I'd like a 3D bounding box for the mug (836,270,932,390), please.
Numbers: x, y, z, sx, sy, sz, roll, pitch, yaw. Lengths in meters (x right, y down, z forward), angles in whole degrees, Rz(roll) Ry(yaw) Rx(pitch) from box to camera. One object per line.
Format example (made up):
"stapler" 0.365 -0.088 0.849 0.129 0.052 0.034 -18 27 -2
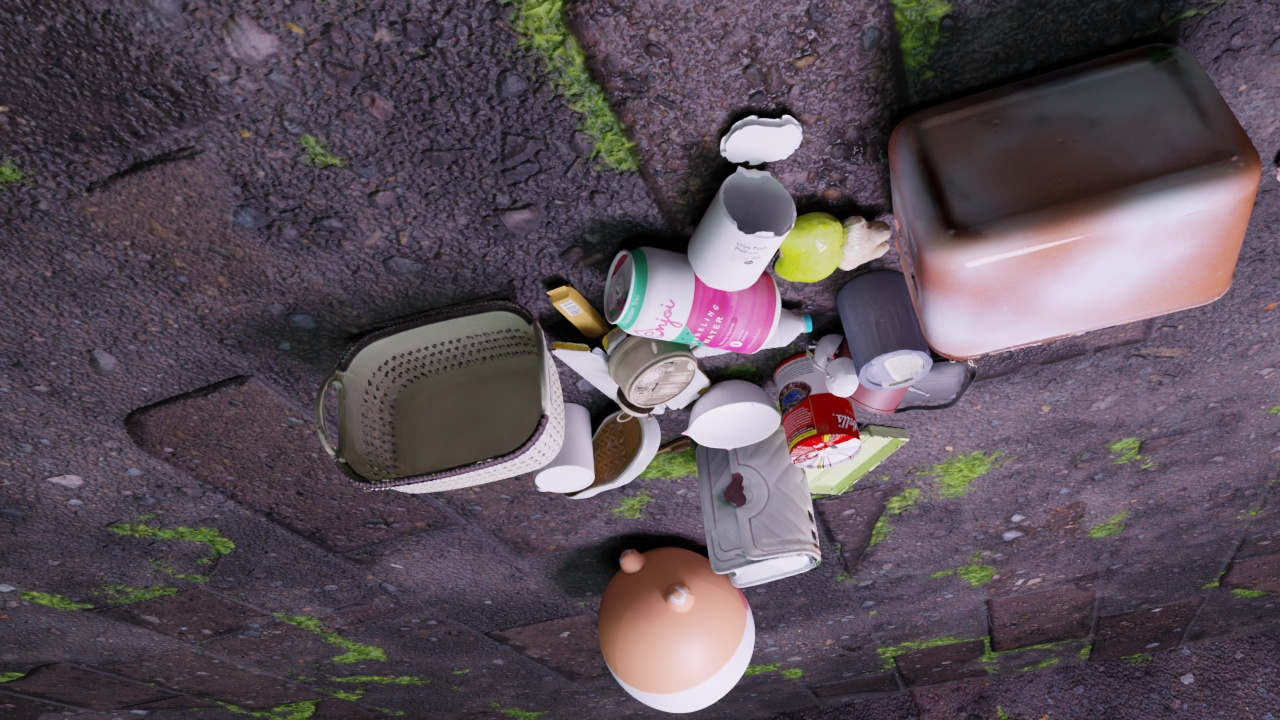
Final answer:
"mug" 0.282 -0.036 0.985 0.124 0.103 0.084 -14 145 13

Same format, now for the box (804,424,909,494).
"box" 0.283 0.149 1.335 0.138 0.030 0.188 2 147 -23

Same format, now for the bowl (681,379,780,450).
"bowl" 0.115 0.061 1.156 0.114 0.050 0.115 -4 147 -3

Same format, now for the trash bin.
"trash bin" 0.355 -0.136 0.779 0.260 0.181 0.157 -13 145 12

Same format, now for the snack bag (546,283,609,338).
"snack bag" -0.066 -0.053 0.981 0.026 0.020 0.099 -20 145 20

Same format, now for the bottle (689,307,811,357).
"bottle" 0.121 -0.033 1.019 0.136 0.044 0.044 -7 147 2

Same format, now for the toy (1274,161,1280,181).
"toy" 0.665 -0.189 0.865 0.105 0.053 0.108 8 146 -1

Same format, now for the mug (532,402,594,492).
"mug" -0.108 0.120 1.173 0.073 0.090 0.111 16 141 -30

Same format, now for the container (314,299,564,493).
"container" -0.198 0.050 0.982 0.252 0.184 0.143 -13 155 9

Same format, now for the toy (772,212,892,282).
"toy" 0.190 -0.115 0.908 0.118 0.043 0.092 -9 145 -1

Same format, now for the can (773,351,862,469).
"can" 0.212 0.060 1.109 0.086 0.116 0.087 -4 147 -3

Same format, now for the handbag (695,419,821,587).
"handbag" 0.157 0.188 1.224 0.142 0.198 0.096 -21 143 21

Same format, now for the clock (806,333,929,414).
"clock" 0.255 0.012 1.056 0.137 0.096 0.048 18 120 -13

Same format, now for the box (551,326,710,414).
"box" -0.005 0.012 1.060 0.128 0.045 0.209 -16 153 19

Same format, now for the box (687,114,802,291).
"box" 0.097 -0.138 0.828 0.084 0.094 0.166 7 154 -13

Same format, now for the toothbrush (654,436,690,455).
"toothbrush" -0.002 0.140 1.291 0.167 0.016 0.016 -22 145 25

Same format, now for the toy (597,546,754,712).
"toy" 0.057 0.438 1.544 0.265 0.263 0.281 -40 132 -22

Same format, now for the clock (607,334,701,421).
"clock" 0.010 0.023 0.993 0.092 0.054 0.141 -2 138 -36

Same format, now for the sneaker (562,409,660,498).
"sneaker" -0.026 0.129 1.200 0.079 0.087 0.236 0 158 -31

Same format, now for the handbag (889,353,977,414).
"handbag" 0.348 0.020 1.129 0.128 0.054 0.079 -5 142 6

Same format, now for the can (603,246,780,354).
"can" 0.053 -0.060 0.926 0.165 0.088 0.088 9 144 -21
